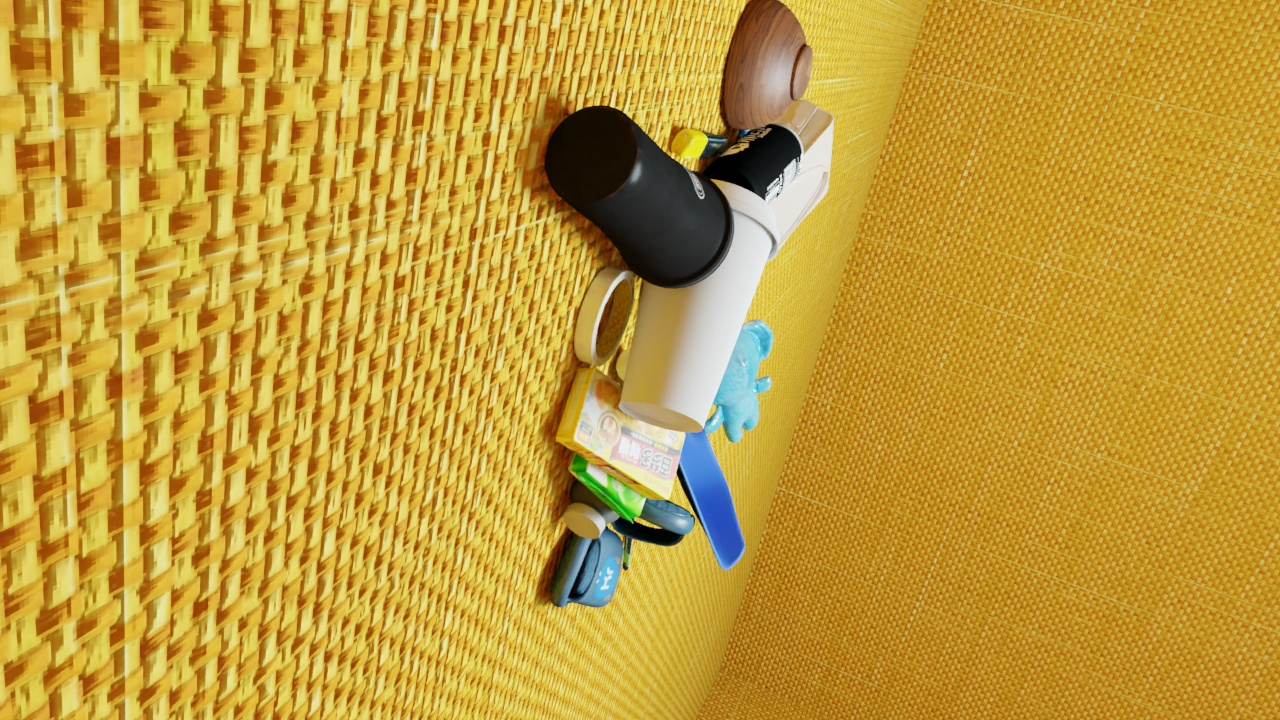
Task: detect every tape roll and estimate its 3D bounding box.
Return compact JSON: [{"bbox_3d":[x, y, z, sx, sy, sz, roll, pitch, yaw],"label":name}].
[{"bbox_3d":[-0.033,-0.041,0.856,0.094,0.019,0.094,20,89,-75],"label":"tape roll"}]

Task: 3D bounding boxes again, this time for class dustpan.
[{"bbox_3d":[0.053,0.088,1.120,0.257,0.059,0.246,-127,-165,-72],"label":"dustpan"}]

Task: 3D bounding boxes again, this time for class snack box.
[{"bbox_3d":[-0.015,0.074,0.889,0.152,0.025,0.075,38,58,-41],"label":"snack box"}]

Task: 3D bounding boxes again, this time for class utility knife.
[{"bbox_3d":[0.070,-0.229,0.980,0.029,0.020,0.197,-51,173,20],"label":"utility knife"}]

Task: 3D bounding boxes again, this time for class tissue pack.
[{"bbox_3d":[-0.022,0.092,0.928,0.099,0.034,0.113,46,52,-35],"label":"tissue pack"}]

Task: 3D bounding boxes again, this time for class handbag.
[{"bbox_3d":[0.179,-0.226,1.250,0.197,0.101,0.195,-55,161,-11],"label":"handbag"}]

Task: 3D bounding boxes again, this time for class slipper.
[{"bbox_3d":[-0.049,0.237,1.066,0.213,0.059,0.103,40,68,-75],"label":"slipper"},{"bbox_3d":[0.014,0.185,1.066,0.214,0.104,0.059,133,-21,-82],"label":"slipper"}]

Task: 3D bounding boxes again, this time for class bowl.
[{"bbox_3d":[0.153,-0.328,1.031,0.146,0.069,0.147,-52,152,-43],"label":"bowl"}]

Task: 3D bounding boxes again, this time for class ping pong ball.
[{"bbox_3d":[-0.006,0.006,0.966,0.040,0.040,0.040,20,89,-75],"label":"ping pong ball"}]

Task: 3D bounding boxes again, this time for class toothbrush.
[{"bbox_3d":[-0.015,0.230,1.260,0.017,0.014,0.188,-66,166,-46],"label":"toothbrush"}]

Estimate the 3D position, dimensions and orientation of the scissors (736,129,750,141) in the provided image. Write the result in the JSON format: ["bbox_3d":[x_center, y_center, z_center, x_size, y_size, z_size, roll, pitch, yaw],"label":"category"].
[{"bbox_3d":[0.129,-0.282,1.132,0.125,0.016,0.125,-64,159,-20],"label":"scissors"}]

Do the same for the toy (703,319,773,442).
[{"bbox_3d":[0.123,0.032,1.324,0.183,0.115,0.181,-37,131,-25],"label":"toy"}]

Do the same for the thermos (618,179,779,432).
[{"bbox_3d":[0.049,-0.049,0.877,0.131,0.131,0.221,65,40,-69],"label":"thermos"}]

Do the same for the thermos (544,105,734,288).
[{"bbox_3d":[0.001,-0.128,0.732,0.106,0.106,0.218,-70,160,0],"label":"thermos"}]

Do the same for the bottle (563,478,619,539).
[{"bbox_3d":[-0.038,0.134,0.973,0.060,0.060,0.108,92,23,-47],"label":"bottle"}]

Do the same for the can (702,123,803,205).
[{"bbox_3d":[0.131,-0.218,1.066,0.145,0.080,0.080,-47,153,-46],"label":"can"}]
